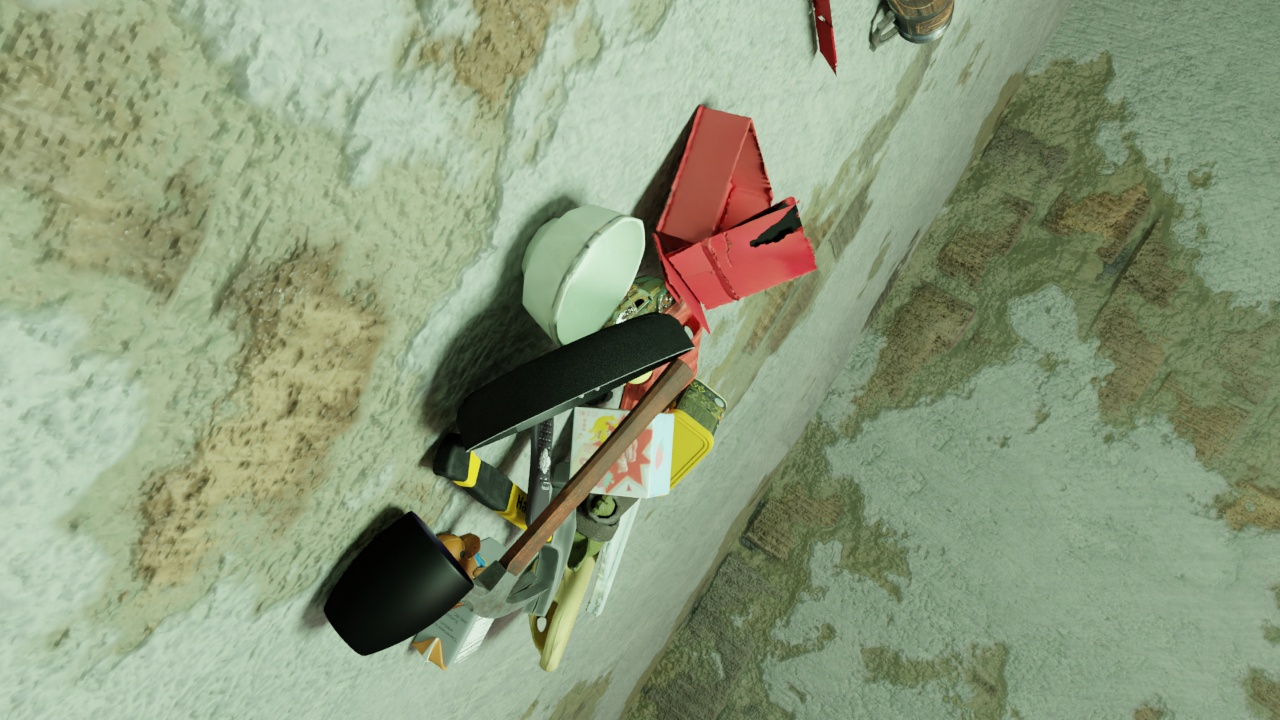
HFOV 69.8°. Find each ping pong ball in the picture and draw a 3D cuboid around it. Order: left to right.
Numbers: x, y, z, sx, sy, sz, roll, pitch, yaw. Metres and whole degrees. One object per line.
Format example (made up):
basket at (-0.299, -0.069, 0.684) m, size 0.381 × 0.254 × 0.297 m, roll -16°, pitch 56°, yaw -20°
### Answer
ping pong ball at (-0.006, 0.006, 1.024) m, size 0.040 × 0.040 × 0.040 m, roll -49°, pitch 161°, yaw -24°

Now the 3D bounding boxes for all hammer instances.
hammer at (-0.125, 0.143, 0.892) m, size 0.325 × 0.034 × 0.169 m, roll 60°, pitch 38°, yaw -63°
hammer at (-0.055, 0.116, 0.857) m, size 0.300 × 0.028 × 0.111 m, roll -48°, pitch 145°, yaw -8°

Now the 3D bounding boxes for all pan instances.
pan at (-0.052, 0.020, 0.826) m, size 0.204 × 0.044 × 0.355 m, roll -25°, pitch 177°, yaw 1°

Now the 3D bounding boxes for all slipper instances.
slipper at (-0.108, 0.293, 1.194) m, size 0.260 × 0.079 × 0.111 m, roll -66°, pitch 172°, yaw -63°
slipper at (0.029, 0.019, 1.114) m, size 0.103 × 0.059 × 0.249 m, roll -38°, pitch 156°, yaw -47°

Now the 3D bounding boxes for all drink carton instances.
drink carton at (-0.182, 0.257, 0.970) m, size 0.125 × 0.048 × 0.076 m, roll -62°, pitch 162°, yaw 14°

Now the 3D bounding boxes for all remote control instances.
remote control at (-0.098, 0.108, 0.901) m, size 0.046 × 0.009 × 0.124 m, roll 30°, pitch 61°, yaw -71°

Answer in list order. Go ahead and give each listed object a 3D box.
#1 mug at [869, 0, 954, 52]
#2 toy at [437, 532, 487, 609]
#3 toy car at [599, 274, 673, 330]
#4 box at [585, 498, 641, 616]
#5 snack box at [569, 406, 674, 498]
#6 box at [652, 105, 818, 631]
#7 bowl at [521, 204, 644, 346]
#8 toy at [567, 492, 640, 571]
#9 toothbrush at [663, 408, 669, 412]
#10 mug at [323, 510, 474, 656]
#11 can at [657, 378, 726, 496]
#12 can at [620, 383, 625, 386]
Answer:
mug at (0.332, -0.436, 1.137) m, size 0.116 × 0.080 × 0.107 m, roll -32°, pitch 170°, yaw 16°
toy at (-0.195, 0.208, 0.881) m, size 0.103 × 0.070 × 0.090 m, roll -28°, pitch 140°, yaw -15°
toy car at (-0.014, -0.055, 0.888) m, size 0.111 × 0.047 × 0.047 m, roll -43°, pitch 139°, yaw -28°
box at (-0.025, 0.231, 1.282) m, size 0.208 × 0.037 × 0.190 m, roll -68°, pitch 176°, yaw -46°
snack box at (-0.020, 0.100, 1.008) m, size 0.079 × 0.095 × 0.093 m, roll 13°, pitch 81°, yaw -72°
box at (0.093, 0.009, 0.887) m, size 0.214 × 0.138 × 0.467 m, roll 39°, pitch 50°, yaw -72°
bowl at (-0.053, -0.074, 0.725) m, size 0.117 × 0.061 × 0.118 m, roll -50°, pitch 162°, yaw -23°
toy at (-0.051, 0.170, 1.118) m, size 0.153 × 0.078 × 0.179 m, roll -55°, pitch -174°, yaw 11°
toothbrush at (-0.014, 0.120, 1.174) m, size 0.185 × 0.015 × 0.015 m, roll -53°, pitch 171°, yaw 32°
mug at (-0.205, 0.186, 0.762) m, size 0.100 × 0.085 × 0.119 m, roll -40°, pitch -171°, yaw -13°
can at (0.047, 0.099, 1.210) m, size 0.131 × 0.072 × 0.100 m, roll -50°, pitch -176°, yaw 34°
can at (-0.010, -0.012, 0.987) m, size 0.079 × 0.038 × 0.038 m, roll -50°, pitch 161°, yaw -22°
